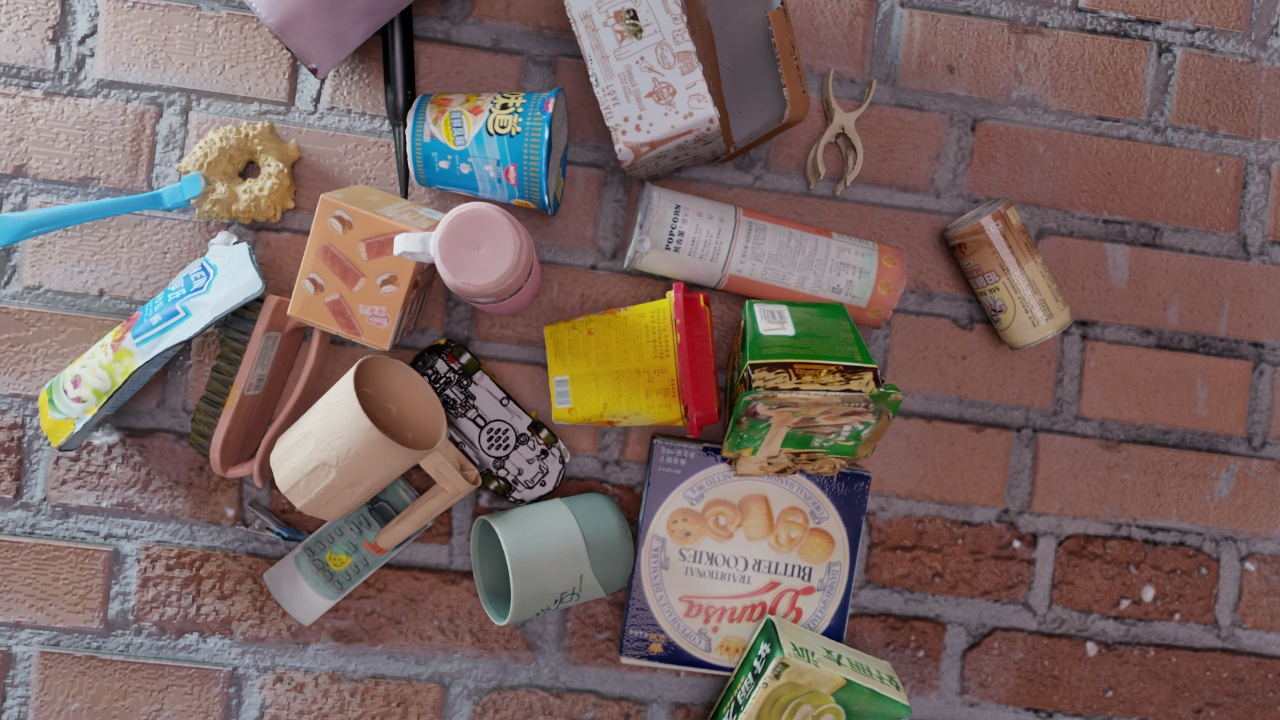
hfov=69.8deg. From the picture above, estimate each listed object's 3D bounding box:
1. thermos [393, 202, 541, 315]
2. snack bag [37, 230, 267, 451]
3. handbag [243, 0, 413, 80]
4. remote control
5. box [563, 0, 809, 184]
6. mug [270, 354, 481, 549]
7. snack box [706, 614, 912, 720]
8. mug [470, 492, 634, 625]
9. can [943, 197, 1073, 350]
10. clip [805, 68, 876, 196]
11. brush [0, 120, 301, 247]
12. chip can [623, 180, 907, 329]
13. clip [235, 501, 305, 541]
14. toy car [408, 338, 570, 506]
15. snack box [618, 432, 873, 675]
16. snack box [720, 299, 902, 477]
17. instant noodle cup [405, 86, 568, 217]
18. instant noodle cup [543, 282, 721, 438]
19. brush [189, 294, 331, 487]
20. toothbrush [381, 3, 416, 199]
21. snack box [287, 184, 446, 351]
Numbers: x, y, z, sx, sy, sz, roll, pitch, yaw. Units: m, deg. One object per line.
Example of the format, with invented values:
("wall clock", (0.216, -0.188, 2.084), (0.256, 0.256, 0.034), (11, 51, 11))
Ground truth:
("thermos", (-0.116, -0.069, 0.651), (0.087, 0.198, 0.067), (2, 91, -3))
("snack bag", (-0.361, -0.020, 0.683), (0.191, 0.110, 0.039), (-42, 124, -1))
("handbag", (-0.210, -0.322, 0.673), (0.197, 0.098, 0.145), (-39, 71, -3))
("remote control", (-0.232, 0.149, 0.732), (0.135, 0.019, 0.056), (-39, 93, -3))
("box", (0.041, -0.241, 0.690), (0.158, 0.148, 0.181), (-18, 92, 11))
("mug", (-0.195, 0.073, 0.679), (0.104, 0.084, 0.124), (-37, 102, 23))
("snack box", (0.097, 0.326, 0.712), (0.114, 0.063, 0.240), (25, 102, -8))
("mug", (-0.070, 0.158, 0.711), (0.106, 0.112, 0.082), (-9, 52, -31))
("can", (0.302, -0.071, 0.754), (0.058, 0.058, 0.116), (-31, 93, -4))
("clip", (0.154, -0.190, 0.755), (0.076, 0.034, 0.103), (3, 86, -5))
("brush", (-0.384, -0.123, 0.699), (0.254, 0.046, 0.083), (-16, 94, -10))
("chip can", (0.098, -0.082, 0.731), (0.214, 0.071, 0.071), (13, 89, -5))
("clip", (-0.291, 0.132, 0.719), (0.056, 0.024, 0.027), (18, 86, 19))
("toy car", (-0.125, 0.051, 0.728), (0.156, 0.041, 0.071), (43, 87, 1))
("snack box", (0.084, 0.162, 0.745), (0.178, 0.046, 0.182), (9, 89, -5))
("snack box", (0.116, 0.015, 0.698), (0.118, 0.118, 0.105), (1, 53, -8))
("instant noodle cup", (-0.117, -0.166, 0.706), (0.110, 0.099, 0.099), (6, 90, 4))
("instant noodle cup", (-0.004, 0.004, 0.710), (0.124, 0.116, 0.116), (-6, 90, 7))
("brush", (-0.291, 0.022, 0.704), (0.073, 0.063, 0.145), (21, 89, 6))
("toothbrush", (-0.189, -0.206, 0.729), (0.027, 0.026, 0.212), (-3, 91, 9))
("snack box", (-0.200, -0.072, 0.686), (0.077, 0.092, 0.094), (20, 105, -5))
